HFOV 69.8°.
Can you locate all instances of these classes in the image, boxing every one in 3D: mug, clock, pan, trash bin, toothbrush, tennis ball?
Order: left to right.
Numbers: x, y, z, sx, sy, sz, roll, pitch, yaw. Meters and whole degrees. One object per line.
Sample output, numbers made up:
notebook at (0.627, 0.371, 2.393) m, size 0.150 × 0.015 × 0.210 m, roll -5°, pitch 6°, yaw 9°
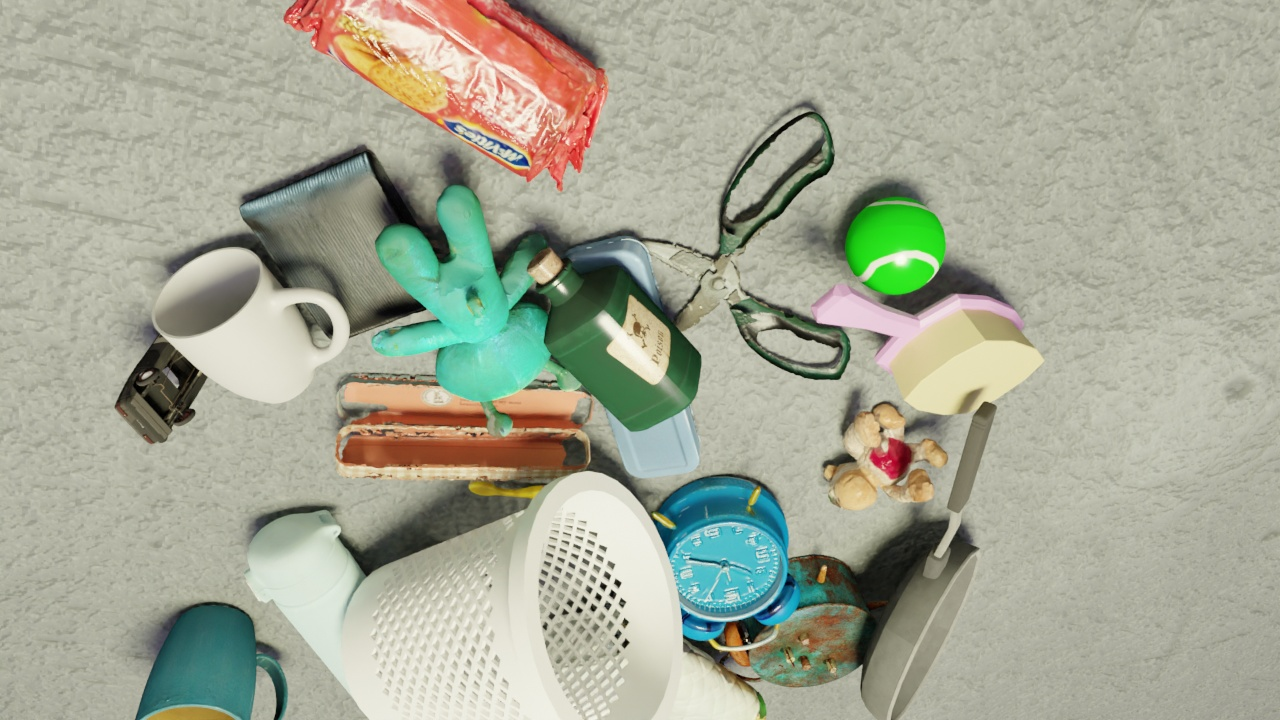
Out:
mug at (-0.341, 0.263, 0.745) m, size 0.112 × 0.104 × 0.085 m, roll 33°, pitch 114°, yaw -31°
mug at (-0.230, -0.017, 0.577) m, size 0.107 × 0.071 × 0.089 m, roll -7°, pitch 143°, yaw 11°
trash bin at (-0.104, 0.201, 0.688) m, size 0.200 × 0.195 × 0.195 m, roll -18°, pitch 129°, yaw 28°
toothbrush at (-0.073, 0.109, 0.741) m, size 0.135 × 0.016 × 0.021 m, roll 13°, pitch 120°, yaw -22°
clock at (0.074, 0.175, 0.770) m, size 0.117 × 0.060 × 0.161 m, roll -16°, pitch 113°, yaw 5°
clock at (0.143, 0.258, 0.851) m, size 0.121 × 0.073 × 0.158 m, roll 33°, pitch 115°, yaw -29°
tennis ball at (0.172, -0.077, 0.619) m, size 0.065 × 0.065 × 0.065 m, roll -5°, pitch 126°, yaw -7°
pan at (0.246, 0.171, 0.769) m, size 0.178 × 0.041 × 0.358 m, roll -39°, pitch 143°, yaw -36°

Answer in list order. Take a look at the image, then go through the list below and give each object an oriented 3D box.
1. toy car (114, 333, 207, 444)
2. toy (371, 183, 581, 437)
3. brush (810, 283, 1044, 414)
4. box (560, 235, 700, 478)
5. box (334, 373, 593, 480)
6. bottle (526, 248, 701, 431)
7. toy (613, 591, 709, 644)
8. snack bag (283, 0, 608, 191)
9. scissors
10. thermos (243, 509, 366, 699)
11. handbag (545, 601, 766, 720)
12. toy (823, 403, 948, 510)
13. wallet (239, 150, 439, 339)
toy car at (-0.299, 0.011, 0.580) m, size 0.037 × 0.092 × 0.040 m, roll -15°, pitch 127°, yaw 13°
toy at (-0.102, -0.024, 0.591) m, size 0.130 × 0.072 × 0.193 m, roll -35°, pitch 142°, yaw -11°
brush at (0.199, -0.010, 0.635) m, size 0.228 × 0.043 × 0.089 m, roll 11°, pitch 136°, yaw -44°
box at (-0.004, 0.002, 0.672) m, size 0.066 × 0.037 × 0.210 m, roll -9°, pitch 125°, yaw 11°
box at (-0.126, 0.048, 0.671) m, size 0.187 × 0.085 × 0.048 m, roll 1°, pitch 163°, yaw -14°
bottle at (-0.022, -0.020, 0.595) m, size 0.061 × 0.061 × 0.131 m, roll -29°, pitch 118°, yaw 29°
toy at (0.025, 0.231, 0.836) m, size 0.049 × 0.030 × 0.111 m, roll -15°, pitch 135°, yaw 36°
snack bag at (-0.094, -0.165, 0.500) m, size 0.176 × 0.082 × 0.082 m, roll 28°, pitch 116°, yaw -28°
scissors at (0.098, -0.068, 0.639) m, size 0.201 × 0.015 × 0.202 m, roll 23°, pitch 123°, yaw -22°
thermos at (-0.243, 0.209, 0.747) m, size 0.077 × 0.065 × 0.207 m, roll -34°, pitch 130°, yaw -19°
handbag at (0.008, 0.285, 0.833) m, size 0.139 × 0.072 × 0.195 m, roll -18°, pitch 132°, yaw 37°
toy at (0.184, 0.085, 0.744) m, size 0.085 × 0.074 × 0.106 m, roll 43°, pitch 135°, yaw 0°
wallet at (-0.184, -0.067, 0.584) m, size 0.089 × 0.026 × 0.115 m, roll -21°, pitch 126°, yaw 7°
